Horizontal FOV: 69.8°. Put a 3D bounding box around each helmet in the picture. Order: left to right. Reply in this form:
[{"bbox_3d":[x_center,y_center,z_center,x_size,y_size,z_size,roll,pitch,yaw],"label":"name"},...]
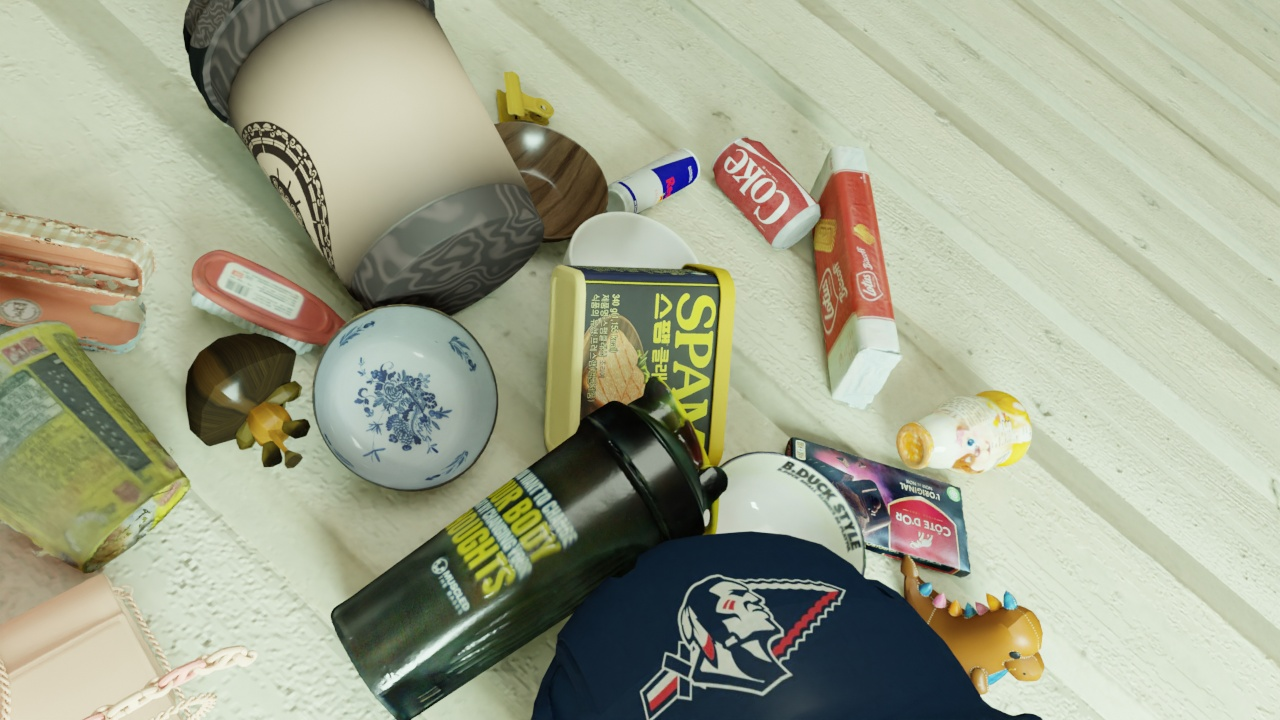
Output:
[{"bbox_3d":[0.054,0.186,0.422,0.232,0.273,0.223,-17,72,-15],"label":"helmet"}]

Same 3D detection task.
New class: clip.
[{"bbox_3d":[-0.101,-0.214,0.784,0.048,0.045,0.054,42,30,-54],"label":"clip"}]

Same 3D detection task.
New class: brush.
[{"bbox_3d":[-0.208,-0.017,0.599,0.172,0.030,0.040,28,49,-21],"label":"brush"}]

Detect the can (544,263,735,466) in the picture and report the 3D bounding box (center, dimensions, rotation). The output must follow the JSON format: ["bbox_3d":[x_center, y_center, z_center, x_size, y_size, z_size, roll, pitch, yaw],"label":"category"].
[{"bbox_3d":[-0.004,0.004,0.608,0.104,0.075,0.135,0,101,-20],"label":"can"}]

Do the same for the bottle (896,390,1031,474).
[{"bbox_3d":[0.253,0.059,0.721,0.109,0.063,0.063,-7,61,-28],"label":"bottle"}]

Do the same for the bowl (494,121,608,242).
[{"bbox_3d":[-0.087,-0.134,0.725,0.119,0.032,0.119,11,55,-16],"label":"bowl"}]

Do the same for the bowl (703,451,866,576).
[{"bbox_3d":[0.079,0.126,0.600,0.117,0.068,0.117,11,55,-16],"label":"bowl"}]

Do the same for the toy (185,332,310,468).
[{"bbox_3d":[-0.226,0.028,0.541,0.100,0.062,0.076,41,87,25],"label":"toy"}]

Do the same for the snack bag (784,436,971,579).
[{"bbox_3d":[0.176,0.110,0.685,0.155,0.018,0.074,17,52,-14],"label":"snack bag"}]

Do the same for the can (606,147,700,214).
[{"bbox_3d":[0.010,-0.149,0.776,0.032,0.032,0.095,47,53,11],"label":"can"}]

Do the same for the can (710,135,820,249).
[{"bbox_3d":[0.109,-0.147,0.804,0.053,0.054,0.096,-29,73,-35],"label":"can"}]

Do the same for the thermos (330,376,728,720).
[{"bbox_3d":[-0.055,0.106,0.513,0.220,0.098,0.098,-33,75,-17],"label":"thermos"}]

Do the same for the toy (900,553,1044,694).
[{"bbox_3d":[0.219,0.170,0.615,0.070,0.090,0.103,-18,71,-32],"label":"toy"}]

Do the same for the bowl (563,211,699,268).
[{"bbox_3d":[-0.010,-0.056,0.693,0.105,0.054,0.104,11,53,-15],"label":"bowl"}]

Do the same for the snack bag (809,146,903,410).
[{"bbox_3d":[0.175,-0.075,0.770,0.041,0.078,0.224,7,56,-6],"label":"snack bag"}]

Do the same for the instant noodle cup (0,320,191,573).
[{"bbox_3d":[-0.302,0.049,0.480,0.108,0.102,0.102,44,52,-2],"label":"instant noodle cup"}]

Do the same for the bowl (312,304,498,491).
[{"bbox_3d":[-0.150,0.025,0.574,0.114,0.045,0.114,5,79,-28],"label":"bowl"}]

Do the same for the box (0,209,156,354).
[{"bbox_3d":[-0.388,-0.056,0.534,0.187,0.054,0.078,10,87,-15],"label":"box"}]

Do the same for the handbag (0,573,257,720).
[{"bbox_3d":[-0.269,0.142,0.363,0.198,0.188,0.116,-30,69,-28],"label":"handbag"}]

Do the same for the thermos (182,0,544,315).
[{"bbox_3d":[-0.177,-0.149,0.619,0.172,0.173,0.226,-26,78,-34],"label":"thermos"}]
